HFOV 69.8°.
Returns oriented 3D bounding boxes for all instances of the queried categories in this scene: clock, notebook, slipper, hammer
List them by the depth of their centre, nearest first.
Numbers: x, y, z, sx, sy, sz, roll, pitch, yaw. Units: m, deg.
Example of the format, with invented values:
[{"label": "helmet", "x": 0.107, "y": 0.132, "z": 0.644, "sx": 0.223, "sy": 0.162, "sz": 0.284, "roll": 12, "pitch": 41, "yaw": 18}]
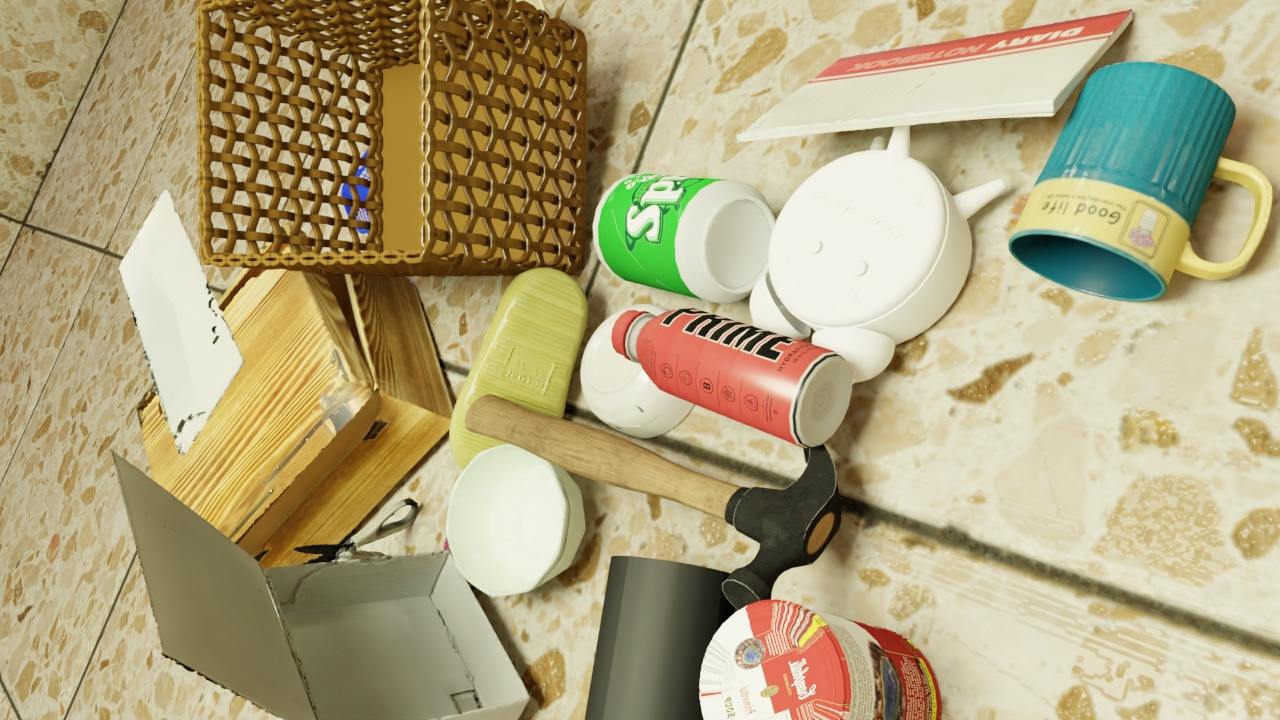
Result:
[{"label": "notebook", "x": 0.187, "y": -0.184, "z": 0.601, "sx": 0.209, "sy": 0.012, "sz": 0.152, "roll": 6, "pitch": 38, "yaw": 42}, {"label": "clock", "x": 0.144, "y": -0.074, "z": 0.606, "sx": 0.125, "sy": 0.072, "sz": 0.161, "roll": 37, "pitch": 97, "yaw": 44}, {"label": "hammer", "x": -0.008, "y": 0.068, "z": 0.635, "sx": 0.306, "sy": 0.040, "sz": 0.132, "roll": 15, "pitch": 43, "yaw": 38}, {"label": "slipper", "x": -0.108, "y": 0.011, "z": 0.780, "sx": 0.082, "sy": 0.091, "sz": 0.190, "roll": 27, "pitch": 99, "yaw": 64}]

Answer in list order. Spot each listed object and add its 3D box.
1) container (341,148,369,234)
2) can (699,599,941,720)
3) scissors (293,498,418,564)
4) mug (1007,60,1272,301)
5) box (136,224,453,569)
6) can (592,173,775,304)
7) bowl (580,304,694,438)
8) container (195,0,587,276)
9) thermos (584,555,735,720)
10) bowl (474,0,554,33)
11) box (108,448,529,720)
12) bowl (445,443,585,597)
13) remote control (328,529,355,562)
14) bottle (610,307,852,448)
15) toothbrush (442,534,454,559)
[{"label": "container", "x": -0.284, "y": -0.189, "z": 1.045, "sx": 0.096, "sy": 0.058, "sz": 0.114, "roll": -49, "pitch": 47, "yaw": 14}, {"label": "can", "x": 0.100, "y": 0.182, "z": 0.500, "sx": 0.087, "sy": 0.116, "sz": 0.086, "roll": -18, "pitch": 60, "yaw": 35}, {"label": "scissors", "x": -0.252, "y": 0.161, "z": 0.811, "sx": 0.012, "sy": 0.163, "sz": 0.154, "roll": 35, "pitch": 61, "yaw": 19}, {"label": "mug", "x": 0.278, "y": -0.091, "z": 0.500, "sx": 0.114, "sy": 0.083, "sz": 0.107, "roll": 24, "pitch": 84, "yaw": 22}, {"label": "box", "x": -0.348, "y": 0.056, "z": 0.921, "sx": 0.280, "sy": 0.168, "sz": 0.245, "roll": -44, "pitch": 49, "yaw": 16}, {"label": "can", "x": 0.031, "y": -0.095, "z": 0.694, "sx": 0.140, "sy": 0.087, "sz": 0.087, "roll": 20, "pitch": 85, "yaw": 53}, {"label": "bowl", "x": -0.004, "y": 0.004, "z": 0.717, "sx": 0.105, "sy": 0.054, "sz": 0.104, "roll": -17, "pitch": 62, "yaw": 34}, {"label": "container", "x": -0.206, "y": -0.187, "z": 0.793, "sx": 0.252, "sy": 0.213, "sz": 0.219, "roll": 3, "pitch": 94, "yaw": 29}, {"label": "thermos", "x": 0.007, "y": 0.231, "z": 0.582, "sx": 0.086, "sy": 0.086, "sz": 0.198, "roll": -5, "pitch": 68, "yaw": 40}, {"label": "bowl", "x": -0.127, "y": -0.292, "z": 0.941, "sx": 0.151, "sy": 0.075, "sz": 0.150, "roll": -17, "pitch": 61, "yaw": 35}, {"label": "box", "x": -0.272, "y": 0.166, "z": 0.571, "sx": 0.119, "sy": 0.478, "sz": 0.166, "roll": -49, "pitch": 50, "yaw": 6}, {"label": "bowl", "x": -0.090, "y": 0.126, "z": 0.725, "sx": 0.118, "sy": 0.061, "sz": 0.117, "roll": -7, "pitch": 77, "yaw": 30}, {"label": "remote control", "x": -0.299, "y": 0.203, "z": 0.918, "sx": 0.046, "sy": 0.009, "sz": 0.124, "roll": -42, "pitch": 49, "yaw": 20}, {"label": "bottle", "x": 0.050, "y": 0.002, "z": 0.611, "sx": 0.177, "sy": 0.062, "sz": 0.062, "roll": 21, "pitch": 86, "yaw": 42}, {"label": "toothbrush", "x": -0.149, "y": 0.086, "z": 0.832, "sx": 0.016, "sy": 0.016, "sz": 0.189, "roll": -2, "pitch": 70, "yaw": 42}]
